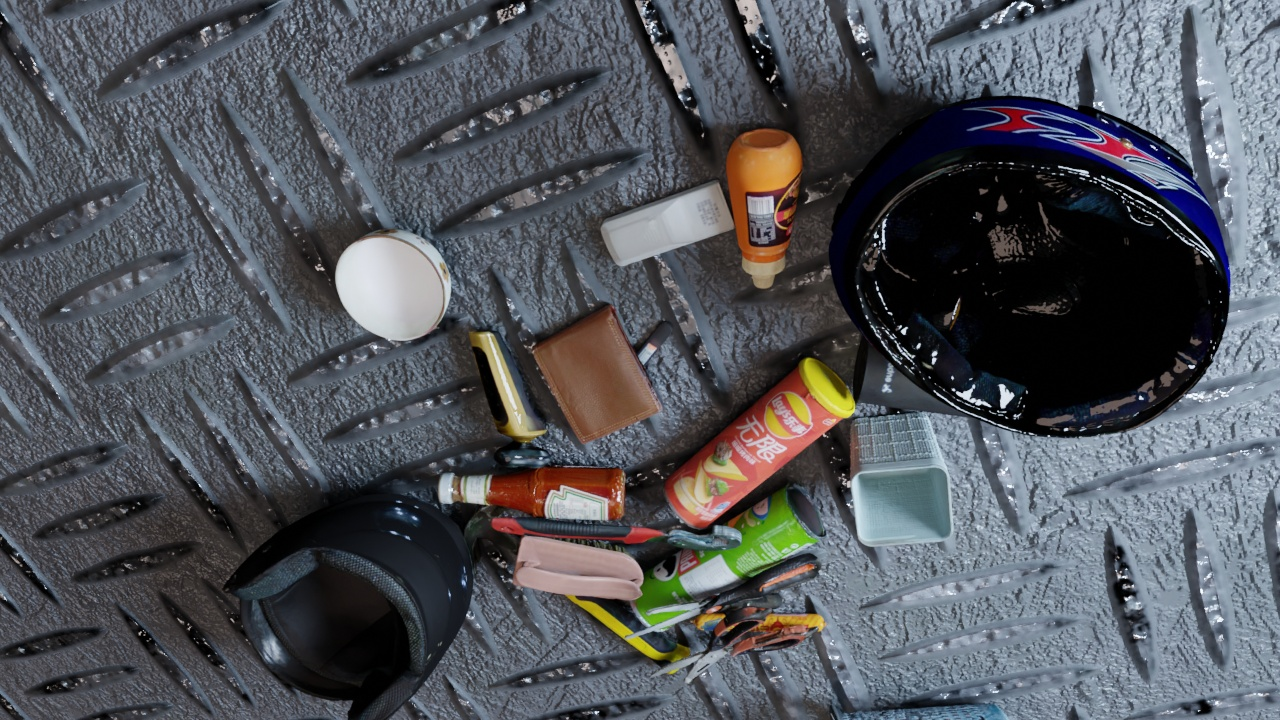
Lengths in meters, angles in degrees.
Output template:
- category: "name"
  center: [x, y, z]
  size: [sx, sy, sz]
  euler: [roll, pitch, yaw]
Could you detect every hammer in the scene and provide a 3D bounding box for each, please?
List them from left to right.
- category: "hammer"
  center: [-0.076, 0.280, 1.112]
  size: [0.323, 0.031, 0.126]
  euler: [39, 118, -12]

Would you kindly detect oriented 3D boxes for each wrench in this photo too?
- category: "wrench"
  center: [-0.028, 0.186, 0.990]
  size: [0.273, 0.016, 0.056]
  euler: [2, 149, 9]

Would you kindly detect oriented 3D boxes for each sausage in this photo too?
- category: "sausage"
  center: [0.141, 0.313, 1.097]
  size: [0.165, 0.021, 0.021]
  euler: [-3, 118, 12]

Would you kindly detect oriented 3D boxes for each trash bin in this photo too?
- category: "trash bin"
  center: [0.346, 0.497, 1.070]
  size: [0.195, 0.226, 0.227]
  euler: [-14, 116, 3]

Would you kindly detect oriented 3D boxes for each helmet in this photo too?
- category: "helmet"
  center: [-0.323, 0.275, 1.043]
  size: [0.276, 0.229, 0.233]
  euler: [-27, 100, 36]
- category: "helmet"
  center: [0.283, -0.091, 0.719]
  size: [0.315, 0.239, 0.248]
  euler: [26, 120, -17]

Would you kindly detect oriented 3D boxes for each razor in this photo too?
- category: "razor"
  center: [-0.145, 0.043, 0.979]
  size: [0.062, 0.067, 0.167]
  euler: [4, 118, 45]

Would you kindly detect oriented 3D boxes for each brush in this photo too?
- category: "brush"
  center: [-0.068, 0.238, 1.033]
  size: [0.145, 0.073, 0.063]
  euler: [12, 107, -6]

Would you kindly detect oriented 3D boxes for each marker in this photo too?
- category: "marker"
  center: [-0.006, 0.006, 0.959]
  size: [0.018, 0.015, 0.124]
  euler: [35, 116, -8]

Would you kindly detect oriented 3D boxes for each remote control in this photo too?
- category: "remote control"
  center: [0.025, -0.129, 0.873]
  size: [0.125, 0.024, 0.049]
  euler: [-17, 115, 18]

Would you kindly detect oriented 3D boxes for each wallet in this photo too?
- category: "wallet"
  center: [-0.043, 0.016, 0.951]
  size: [0.101, 0.032, 0.124]
  euler: [-25, 97, 22]

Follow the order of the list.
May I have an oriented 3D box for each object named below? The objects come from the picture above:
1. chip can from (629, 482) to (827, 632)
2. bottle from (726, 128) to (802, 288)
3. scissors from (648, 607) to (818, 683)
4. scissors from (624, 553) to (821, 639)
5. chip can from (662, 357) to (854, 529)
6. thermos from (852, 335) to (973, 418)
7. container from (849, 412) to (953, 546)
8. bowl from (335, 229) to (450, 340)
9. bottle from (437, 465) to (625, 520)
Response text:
- category: "chip can"
  center: [0.094, 0.223, 1.027]
  size: [0.237, 0.072, 0.072]
  euler: [-37, 107, 25]
- category: "bottle"
  center: [0.113, -0.132, 0.837]
  size: [0.067, 0.066, 0.150]
  euler: [1, 126, 9]
- category: "scissors"
  center: [0.103, 0.335, 1.072]
  size: [0.226, 0.015, 0.189]
  euler: [-14, 143, 7]
- category: "scissors"
  center: [0.097, 0.267, 1.006]
  size: [0.221, 0.021, 0.229]
  euler: [-28, 151, 10]
- category: "chip can"
  center: [0.117, 0.088, 0.950]
  size: [0.073, 0.073, 0.217]
  euler: [40, 118, -13]
- category: "thermos"
  center: [0.333, 0.013, 0.881]
  size: [0.242, 0.068, 0.090]
  euler: [7, 87, 4]
- category: "container"
  center: [0.256, 0.114, 0.916]
  size: [0.090, 0.111, 0.090]
  euler: [-7, 116, 13]
- category: "bowl"
  center: [-0.240, -0.083, 0.923]
  size: [0.113, 0.062, 0.114]
  euler: [5, 119, 9]
- category: "bottle"
  center: [-0.120, 0.145, 1.017]
  size: [0.206, 0.059, 0.060]
  euler: [2, 119, 2]
